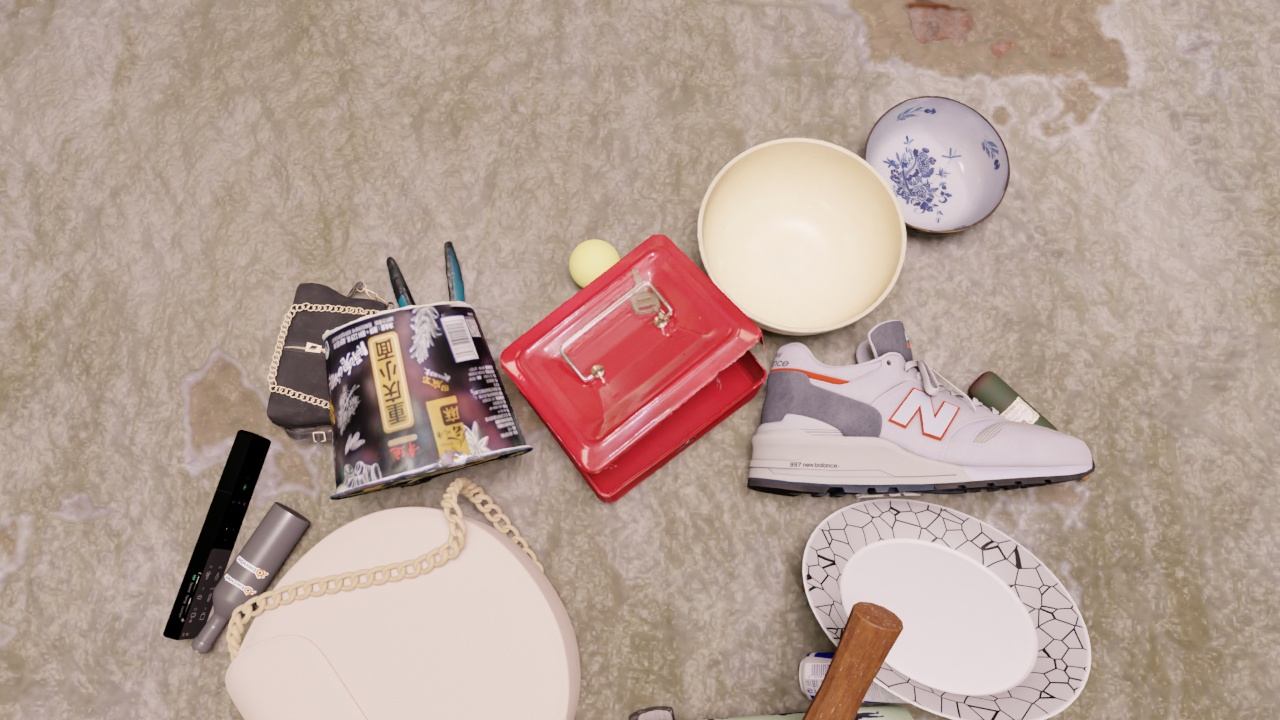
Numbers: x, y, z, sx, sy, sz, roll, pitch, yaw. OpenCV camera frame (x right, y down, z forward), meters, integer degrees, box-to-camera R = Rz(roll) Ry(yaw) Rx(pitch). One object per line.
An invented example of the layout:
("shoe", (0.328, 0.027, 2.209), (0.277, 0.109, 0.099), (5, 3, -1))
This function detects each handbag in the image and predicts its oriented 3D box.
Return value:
("handbag", (-0.151, 0.208, 0.609), (0.208, 0.103, 0.210), (-38, 78, -5))
("handbag", (-0.231, -0.001, 0.692), (0.079, 0.054, 0.128), (10, 73, -9))

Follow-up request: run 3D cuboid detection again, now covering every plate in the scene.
("plate", (0.200, 0.164, 0.613), (0.188, 0.016, 0.188), (6, 34, -5))

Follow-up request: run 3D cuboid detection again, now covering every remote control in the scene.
("remote control", (0.019, 0.309, 0.629), (0.033, 0.013, 0.136), (-10, 77, -4))
("remote control", (-0.304, 0.125, 0.663), (0.013, 0.034, 0.150), (14, 76, 3))

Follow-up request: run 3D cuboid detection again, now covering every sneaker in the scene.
("sneaker", (0.194, 0.033, 0.660), (0.240, 0.089, 0.124), (-3, 78, 3))

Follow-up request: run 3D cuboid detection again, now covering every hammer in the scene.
("hammer", (0.080, 0.283, 0.544), (0.115, 0.033, 0.323), (15, 108, -11))

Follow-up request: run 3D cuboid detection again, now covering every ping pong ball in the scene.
("ping pong ball", (-0.035, -0.074, 0.710), (0.040, 0.040, 0.040), (0, 76, 0))

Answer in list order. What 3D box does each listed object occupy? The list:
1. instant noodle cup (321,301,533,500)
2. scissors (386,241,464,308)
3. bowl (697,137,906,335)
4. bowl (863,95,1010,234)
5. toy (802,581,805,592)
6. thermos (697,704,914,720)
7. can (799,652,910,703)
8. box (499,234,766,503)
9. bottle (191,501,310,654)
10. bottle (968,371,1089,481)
("instant noodle cup", (-0.153, 0.026, 0.632), (0.137, 0.137, 0.112), (-13, 84, -4))
("scissors", (-0.154, -0.028, 0.710), (0.123, 0.019, 0.148), (22, 79, 4))
("bowl", (0.116, -0.084, 0.695), (0.151, 0.075, 0.150), (0, 76, -1))
("bowl", (0.227, -0.146, 0.726), (0.114, 0.045, 0.114), (0, 76, 0))
("toy", (0.163, 0.178, 0.647), (0.102, 0.041, 0.055), (15, 115, 13))
("thermos", (0.063, 0.275, 0.596), (0.231, 0.082, 0.082), (-2, 76, -7))
("can", (0.157, 0.215, 0.623), (0.095, 0.032, 0.032), (-10, 74, 29))
("box", (-0.003, 0.009, 0.671), (0.157, 0.110, 0.134), (-37, 68, -5))
("bottle", (-0.282, 0.157, 0.657), (0.030, 0.030, 0.113), (30, 78, 7))
("bottle", (0.293, 0.051, 0.688), (0.025, 0.025, 0.106), (-44, 80, -10))
